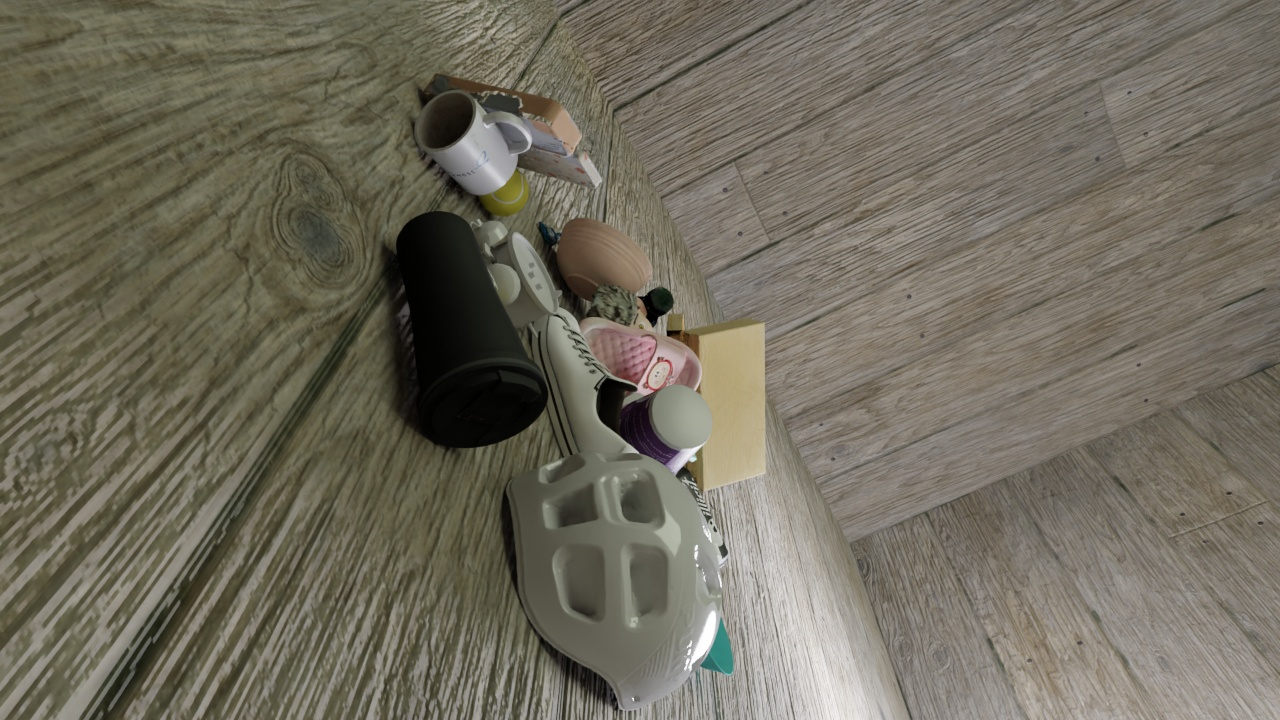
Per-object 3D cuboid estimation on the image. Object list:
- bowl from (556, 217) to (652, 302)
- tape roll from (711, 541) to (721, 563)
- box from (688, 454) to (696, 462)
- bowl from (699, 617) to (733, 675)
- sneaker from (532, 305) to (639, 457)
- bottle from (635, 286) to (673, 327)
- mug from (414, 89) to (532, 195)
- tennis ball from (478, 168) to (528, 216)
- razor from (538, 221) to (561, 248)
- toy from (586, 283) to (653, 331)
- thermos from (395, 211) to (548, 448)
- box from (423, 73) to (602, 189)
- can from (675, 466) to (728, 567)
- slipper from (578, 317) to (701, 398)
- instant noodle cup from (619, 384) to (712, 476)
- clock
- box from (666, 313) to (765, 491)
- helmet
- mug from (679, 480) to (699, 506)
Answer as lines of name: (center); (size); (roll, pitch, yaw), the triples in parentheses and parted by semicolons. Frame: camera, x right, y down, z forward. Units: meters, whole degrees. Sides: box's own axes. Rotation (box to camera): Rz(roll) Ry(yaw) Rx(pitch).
bowl: (-0.065, -0.135, 1.372); (0.076, 0.153, 0.153); (-60, 138, -23)
tape roll: (0.051, 0.245, 1.104); (0.094, 0.094, 0.019); (42, 25, -60)
box: (0.035, 0.108, 1.291); (0.188, 0.080, 0.077); (36, 67, -67)
bowl: (0.065, 0.327, 1.106); (0.121, 0.046, 0.121); (59, 13, -23)
sneaker: (-0.057, 0.028, 1.092); (0.091, 0.097, 0.245); (48, 20, -52)
bottle: (-0.005, -0.066, 1.401); (0.056, 0.161, 0.056); (11, 68, -28)
mug: (-0.188, -0.260, 1.082); (0.096, 0.120, 0.083); (43, 39, -59)
tennis ball: (-0.176, -0.218, 1.176); (0.065, 0.065, 0.065); (59, 13, -22)
razor: (-0.127, -0.193, 1.455); (0.044, 0.018, 0.140); (65, 12, 6)
toy: (-0.020, -0.027, 1.308); (0.176, 0.076, 0.132); (50, 61, -35)
thermos: (-0.157, -0.033, 0.798); (0.106, 0.106, 0.218); (48, 15, -53)
box: (-0.158, -0.285, 1.156); (0.216, 0.043, 0.151); (21, -11, 29)
can: (0.053, 0.213, 1.215); (0.146, 0.080, 0.080); (64, 12, 2)
slipper: (-0.007, 0.007, 1.249); (0.221, 0.107, 0.056); (21, 8, -34)
instant noodle cup: (0.024, 0.082, 1.128); (0.121, 0.122, 0.136); (13, 62, -22)
clock: (-0.149, -0.101, 1.054); (0.159, 0.061, 0.119); (50, 18, -54)
box: (0.096, 0.063, 1.426); (0.141, 0.185, 0.249); (-21, 113, -50)
helmet: (-0.015, 0.212, 0.890); (0.223, 0.184, 0.283); (-97, 178, -47)
mug: (0.026, 0.201, 1.119); (0.085, 0.081, 0.111); (68, 12, 17)
